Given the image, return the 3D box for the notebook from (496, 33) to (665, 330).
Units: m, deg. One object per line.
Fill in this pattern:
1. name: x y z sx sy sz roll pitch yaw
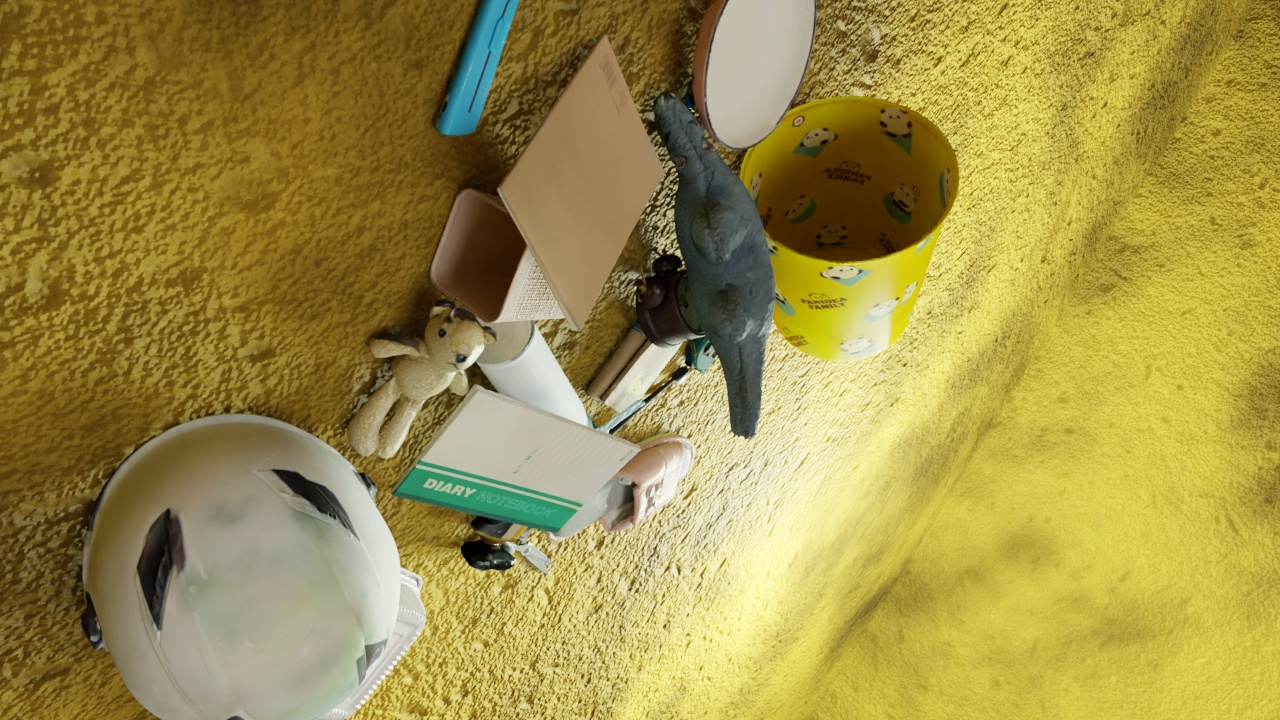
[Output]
1. notebook: -0.041 -0.152 0.770 0.210 0.012 0.149 -65 144 -36

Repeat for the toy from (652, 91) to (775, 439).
1. toy: 0.082 -0.101 0.937 0.137 0.091 0.356 -52 130 -59

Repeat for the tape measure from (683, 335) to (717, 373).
1. tape measure: 0.082 -0.014 1.164 0.058 0.025 0.054 -57 150 2

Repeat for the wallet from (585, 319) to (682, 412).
1. wallet: -0.006 0.006 1.061 0.115 0.033 0.090 -52 150 2

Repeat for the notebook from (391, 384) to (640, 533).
1. notebook: -0.121 0.107 0.921 0.209 0.012 0.151 23 119 -39

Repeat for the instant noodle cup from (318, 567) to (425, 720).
1. instant noodle cup: -0.291 0.286 0.914 0.173 0.060 0.138 -49 148 -7

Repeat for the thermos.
1. thermos: -0.104 0.035 0.922 0.073 0.073 0.224 -46 148 -15

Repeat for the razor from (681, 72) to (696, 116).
1. razor: 0.054 -0.221 0.934 0.143 0.022 0.042 76 27 -49

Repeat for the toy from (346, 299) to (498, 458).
1. toy: -0.192 0.020 0.790 0.105 0.066 0.157 32 104 -37

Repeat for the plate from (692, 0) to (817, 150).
1. plate: 0.106 -0.304 0.896 0.191 0.039 0.193 -36 141 -37

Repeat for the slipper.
1. slipper: -0.014 0.167 1.177 0.273 0.054 0.114 -16 131 -45

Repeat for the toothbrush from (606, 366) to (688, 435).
1. toothbrush: -0.004 0.061 1.128 0.180 0.015 0.018 -36 153 -29

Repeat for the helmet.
1. helmet: -0.285 0.181 0.693 0.228 0.146 0.259 -23 125 -30

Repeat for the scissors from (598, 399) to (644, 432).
1. scissors: -0.048 0.088 1.068 0.135 0.017 0.064 -34 139 -7

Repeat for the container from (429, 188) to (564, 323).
1. container: -0.102 -0.087 0.790 0.110 0.090 0.090 -3 122 -56

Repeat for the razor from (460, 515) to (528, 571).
1. razor: -0.128 0.164 1.015 0.067 0.062 0.167 46 77 -18

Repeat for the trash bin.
1. trash bin: 0.240 -0.137 1.087 0.229 0.229 0.255 -45 153 -16

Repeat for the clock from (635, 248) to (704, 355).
1. clock: 0.033 -0.067 0.997 0.122 0.055 0.081 55 44 -27

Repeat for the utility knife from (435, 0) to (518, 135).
1. utility knife: -0.106 -0.263 0.684 0.034 0.018 0.203 2 116 -53

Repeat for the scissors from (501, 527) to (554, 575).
1. scissors: -0.132 0.222 1.109 0.172 0.014 0.143 -2 122 -52
